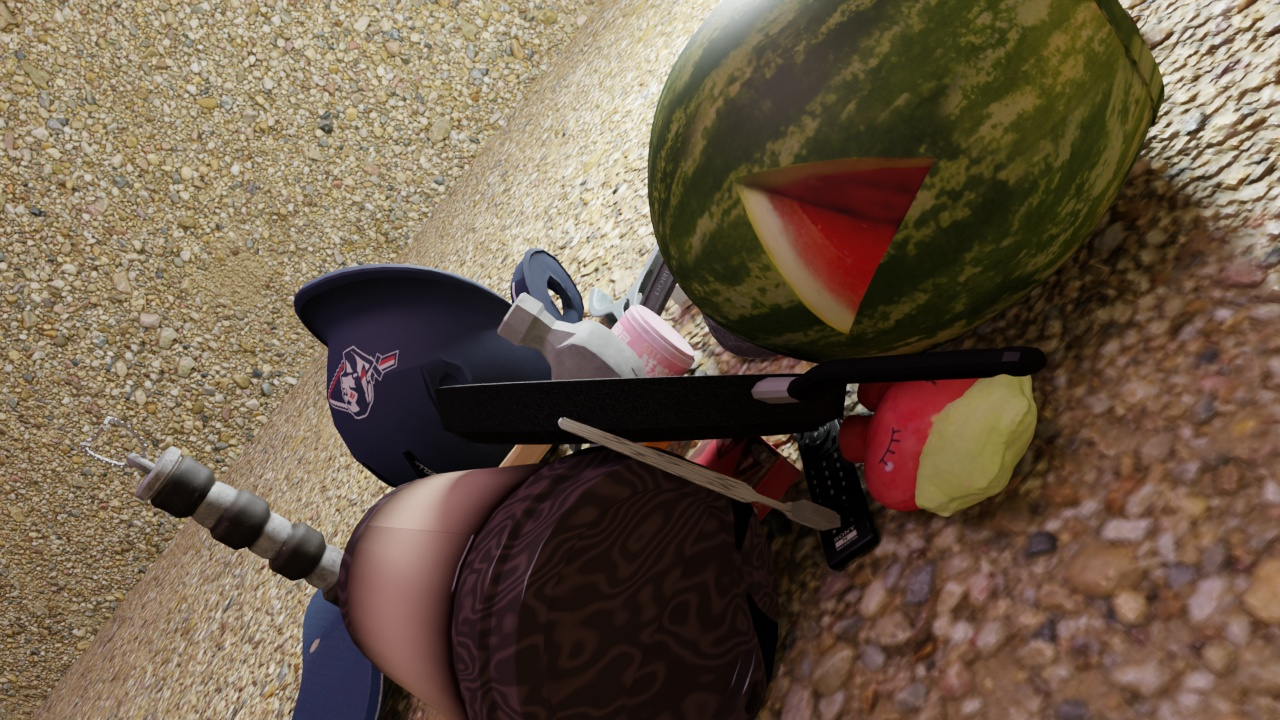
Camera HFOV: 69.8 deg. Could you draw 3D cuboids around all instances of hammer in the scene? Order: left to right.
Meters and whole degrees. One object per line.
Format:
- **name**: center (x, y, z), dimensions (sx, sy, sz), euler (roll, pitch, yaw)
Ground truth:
- **hammer**: center (-0.237, 0.140, 0.654), dimensions (0.177, 0.326, 0.079), euler (-5, 51, 60)
- **hammer**: center (-0.103, 0.095, 0.731), dimensions (0.329, 0.131, 0.039), euler (-54, 6, 36)

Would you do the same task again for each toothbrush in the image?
- **toothbrush**: center (0.036, 0.055, 0.432), dimensions (0.010, 0.181, 0.010), euler (-24, 53, 42)

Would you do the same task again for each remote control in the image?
- **remote control**: center (0.108, 0.061, 0.528), dimensions (0.030, 0.009, 0.139), euler (-42, 25, 23)

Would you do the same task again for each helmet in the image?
- **helmet**: center (-0.185, 0.008, 0.829), dimensions (0.233, 0.272, 0.222), euler (-16, 48, 38)
- **helmet**: center (0.117, -0.109, 0.480), dimensions (0.248, 0.213, 0.242), euler (-35, 13, 21)

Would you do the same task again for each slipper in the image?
- **slipper**: center (-0.263, 0.289, 0.835), dimensions (0.118, 0.060, 0.294), euler (-46, 28, 7)

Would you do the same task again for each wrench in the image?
- **wrench**: center (0.006, -0.040, 0.772), dimensions (0.073, 0.018, 0.273), euler (32, 99, 41)

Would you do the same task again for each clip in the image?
- **clip**: center (-0.001, -0.086, 0.916), dimensions (0.165, 0.032, 0.165), euler (-64, 23, -9)

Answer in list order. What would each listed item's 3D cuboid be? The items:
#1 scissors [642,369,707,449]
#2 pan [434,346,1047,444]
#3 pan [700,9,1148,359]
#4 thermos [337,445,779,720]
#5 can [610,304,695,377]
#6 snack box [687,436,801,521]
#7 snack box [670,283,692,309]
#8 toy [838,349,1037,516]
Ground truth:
- **scissors**: center (-0.010, 0.095, 0.653), dimensions (0.225, 0.016, 0.230), euler (-53, 10, -9)
- **pan**: center (0.037, 0.021, 0.459), dimensions (0.357, 0.225, 0.034), euler (-6, 86, 56)
- **pan**: center (0.169, -0.132, 0.642), dimensions (0.358, 0.040, 0.207), euler (-34, 36, 33)
- **thermos**: center (-0.062, 0.132, 0.508), dimensions (0.227, 0.172, 0.172), euler (-6, 50, 50)
- **can**: center (-0.004, 0.004, 0.718), dimensions (0.076, 0.067, 0.067), euler (-49, 23, 11)
- **snack box**: center (0.037, 0.101, 0.588), dimensions (0.133, 0.021, 0.089), euler (-51, 23, 3)
- **snack box**: center (0.068, -0.121, 0.852), dimensions (0.082, 0.026, 0.149), euler (-34, 29, 37)
- **toy**: center (0.143, 0.032, 0.457), dimensions (0.091, 0.045, 0.135), euler (-52, 16, -4)
